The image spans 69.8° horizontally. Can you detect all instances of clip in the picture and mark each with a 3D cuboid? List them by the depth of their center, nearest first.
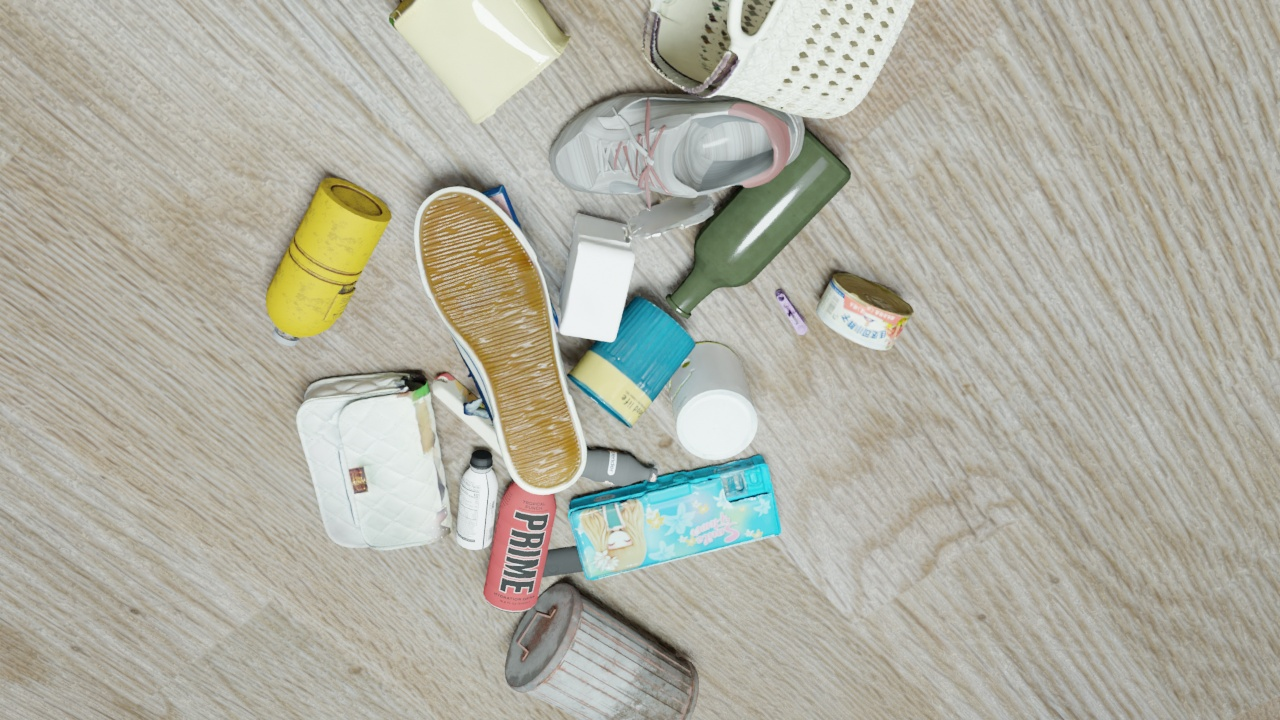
[{"bbox_3d":[0.154,-0.050,0.938,0.013,0.033,0.051,-32,113,13],"label":"clip"}]

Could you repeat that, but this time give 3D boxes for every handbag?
[{"bbox_3d":[-0.138,-0.282,0.778,0.111,0.081,0.119,-34,115,21],"label":"handbag"},{"bbox_3d":[-0.278,0.111,0.968,0.139,0.072,0.195,-5,117,-1],"label":"handbag"}]

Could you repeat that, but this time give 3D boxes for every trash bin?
[{"bbox_3d":[-0.050,0.360,1.075,0.211,0.130,0.131,37,109,-20],"label":"trash bin"}]

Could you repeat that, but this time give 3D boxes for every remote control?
[{"bbox_3d":[-0.170,0.061,0.968,0.018,0.038,0.125,-38,112,14],"label":"remote control"},{"bbox_3d":[-0.098,0.238,1.073,0.147,0.015,0.033,-8,117,1],"label":"remote control"}]

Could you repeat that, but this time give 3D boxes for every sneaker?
[{"bbox_3d":[0.020,-0.183,0.800,0.236,0.089,0.099,-3,110,18],"label":"sneaker"},{"bbox_3d":[-0.136,-0.020,0.875,0.120,0.127,0.294,-21,100,-6],"label":"sneaker"}]

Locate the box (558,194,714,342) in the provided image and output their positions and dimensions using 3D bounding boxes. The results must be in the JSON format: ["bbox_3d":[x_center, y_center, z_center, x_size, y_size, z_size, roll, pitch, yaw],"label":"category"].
[{"bbox_3d":[-0.018,-0.105,0.856,0.101,0.111,0.189,29,111,-19],"label":"box"}]

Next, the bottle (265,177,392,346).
[{"bbox_3d":[-0.304,-0.084,0.870,0.071,0.071,0.164,29,112,-16],"label":"bottle"}]

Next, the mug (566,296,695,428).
[{"bbox_3d":[-0.005,0.005,0.919,0.083,0.113,0.107,35,82,21],"label":"mug"}]

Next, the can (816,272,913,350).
[{"bbox_3d":[0.221,-0.049,0.906,0.086,0.086,0.043,19,115,-12],"label":"can"}]

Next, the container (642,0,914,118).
[{"bbox_3d":[0.099,-0.286,0.703,0.143,0.251,0.185,14,112,-21],"label":"container"}]

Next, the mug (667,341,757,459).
[{"bbox_3d":[0.071,0.040,0.932,0.082,0.106,0.083,-1,117,-2],"label":"mug"}]

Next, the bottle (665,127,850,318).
[{"bbox_3d":[0.103,-0.123,0.872,0.071,0.071,0.207,37,109,-19],"label":"bottle"}]

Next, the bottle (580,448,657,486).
[{"bbox_3d":[-0.036,0.116,1.003,0.110,0.036,0.036,11,115,-8],"label":"bottle"}]

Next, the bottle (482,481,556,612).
[{"bbox_3d":[-0.129,0.188,1.015,0.062,0.062,0.177,11,106,-8],"label":"bottle"}]

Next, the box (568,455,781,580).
[{"bbox_3d":[0.038,0.177,1.025,0.227,0.039,0.094,-14,107,1],"label":"box"}]

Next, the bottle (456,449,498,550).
[{"bbox_3d":[-0.179,0.152,1.012,0.041,0.041,0.116,7,116,-6],"label":"bottle"}]

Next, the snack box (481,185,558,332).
[{"bbox_3d":[-0.146,-0.085,0.898,0.088,0.033,0.154,-17,116,5],"label":"snack box"}]
